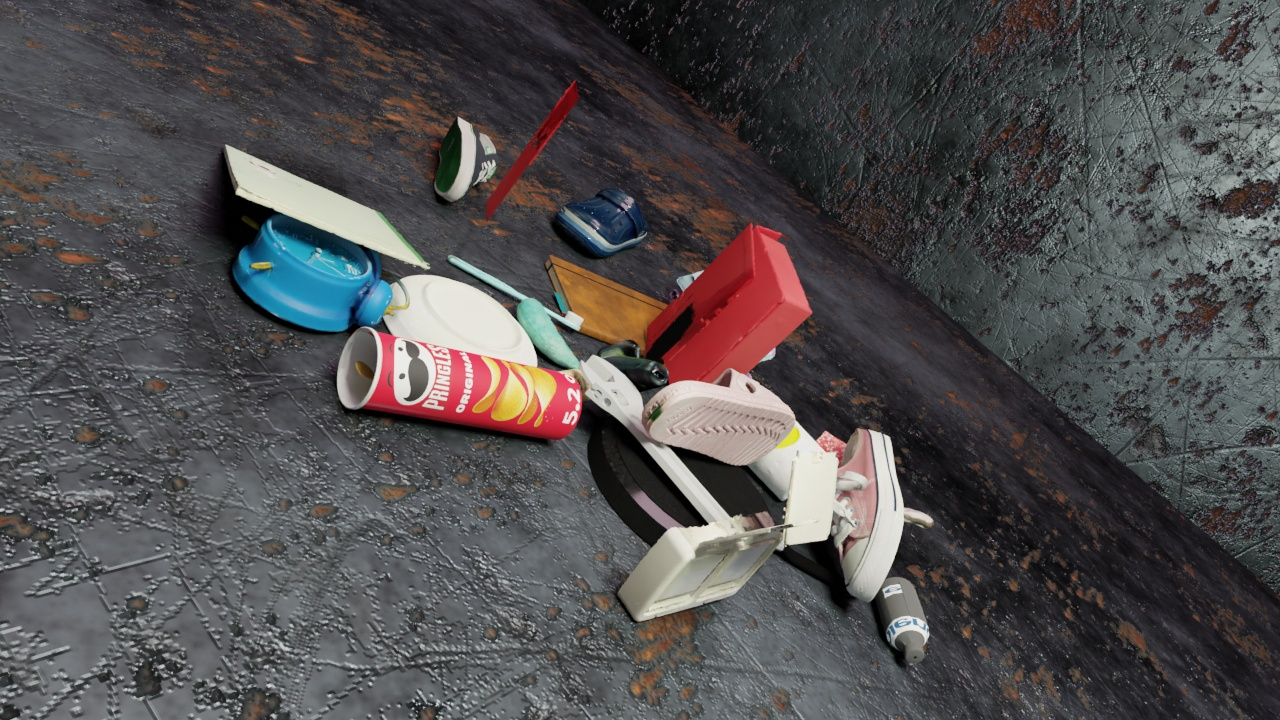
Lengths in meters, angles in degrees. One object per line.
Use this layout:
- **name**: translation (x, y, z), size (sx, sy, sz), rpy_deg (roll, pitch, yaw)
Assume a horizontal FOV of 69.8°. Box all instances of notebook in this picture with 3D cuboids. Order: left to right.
- **notebook**: translation (-0.323, -0.158, 0.927), size (0.181, 0.010, 0.252), rpy_deg (23, 8, -31)
- **notebook**: translation (-0.024, -0.065, 1.266), size (0.249, 0.014, 0.178), rpy_deg (20, 28, -34)

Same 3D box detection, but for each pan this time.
- **pan**: translation (0.103, 0.166, 0.986), size (0.356, 0.034, 0.225), rpy_deg (30, 24, -13)

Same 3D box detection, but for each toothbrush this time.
- **toothbrush**: translation (-0.151, -0.084, 1.112), size (0.180, 0.016, 0.016), rpy_deg (27, 9, -13)

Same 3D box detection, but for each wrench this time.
- **wrench**: translation (0.028, 0.097, 0.937), size (0.273, 0.018, 0.086), rpy_deg (48, 17, 18)

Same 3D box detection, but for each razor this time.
- **razor**: translation (-0.006, 0.006, 1.047), size (0.054, 0.067, 0.152), rpy_deg (35, -12, -20)

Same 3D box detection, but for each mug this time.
- **mug**: translation (0.166, 0.107, 1.125), size (0.106, 0.083, 0.082), rpy_deg (47, 25, 20)

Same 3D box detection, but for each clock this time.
- **clock**: translation (-0.292, -0.079, 0.852), size (0.161, 0.060, 0.116), rpy_deg (16, 26, -40)

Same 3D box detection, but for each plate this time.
- **plate**: translation (-0.182, -0.036, 0.963), size (0.182, 0.034, 0.182), rpy_deg (30, 23, -15)

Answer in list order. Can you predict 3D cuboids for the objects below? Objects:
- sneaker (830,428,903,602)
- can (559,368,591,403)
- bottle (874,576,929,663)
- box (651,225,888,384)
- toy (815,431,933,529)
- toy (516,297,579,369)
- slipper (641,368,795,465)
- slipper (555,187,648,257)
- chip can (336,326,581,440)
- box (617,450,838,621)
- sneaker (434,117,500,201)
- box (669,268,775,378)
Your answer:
- **sneaker**: translation (0.238, 0.161, 1.041), size (0.088, 0.118, 0.240), rpy_deg (17, 39, -2)
- **can**: translation (-0.083, 0.030, 0.972), size (0.038, 0.038, 0.079), rpy_deg (45, 24, 19)
- **bottle**: translation (0.288, 0.285, 1.005), size (0.047, 0.047, 0.112), rpy_deg (31, 24, -12)
- **box**: translation (0.186, -0.035, 1.229), size (0.324, 0.214, 0.153), rpy_deg (10, 45, -45)
- **toy**: translation (0.271, 0.165, 1.167), size (0.194, 0.084, 0.158), rpy_deg (40, 31, 25)
- **toy**: translation (-0.110, -0.032, 1.060), size (0.105, 0.033, 0.085), rpy_deg (55, 9, 30)
- **slipper**: translation (0.082, 0.053, 0.978), size (0.239, 0.094, 0.064), rpy_deg (18, 36, -50)
- **slipper**: translation (-0.048, -0.229, 1.449), size (0.105, 0.095, 0.252), rpy_deg (43, 20, 7)
- **chip can**: translation (-0.157, 0.026, 0.835), size (0.220, 0.069, 0.069), rpy_deg (14, 32, -43)
- **box**: translation (0.088, 0.158, 0.772), size (0.143, 0.192, 0.069), rpy_deg (-2, 44, -46)
- **sneaker**: translation (-0.234, -0.274, 1.281), size (0.079, 0.084, 0.235), rpy_deg (27, 21, -22)
- **box**: translation (0.113, -0.049, 1.344), size (0.077, 0.096, 0.214), rpy_deg (6, 36, -31)
